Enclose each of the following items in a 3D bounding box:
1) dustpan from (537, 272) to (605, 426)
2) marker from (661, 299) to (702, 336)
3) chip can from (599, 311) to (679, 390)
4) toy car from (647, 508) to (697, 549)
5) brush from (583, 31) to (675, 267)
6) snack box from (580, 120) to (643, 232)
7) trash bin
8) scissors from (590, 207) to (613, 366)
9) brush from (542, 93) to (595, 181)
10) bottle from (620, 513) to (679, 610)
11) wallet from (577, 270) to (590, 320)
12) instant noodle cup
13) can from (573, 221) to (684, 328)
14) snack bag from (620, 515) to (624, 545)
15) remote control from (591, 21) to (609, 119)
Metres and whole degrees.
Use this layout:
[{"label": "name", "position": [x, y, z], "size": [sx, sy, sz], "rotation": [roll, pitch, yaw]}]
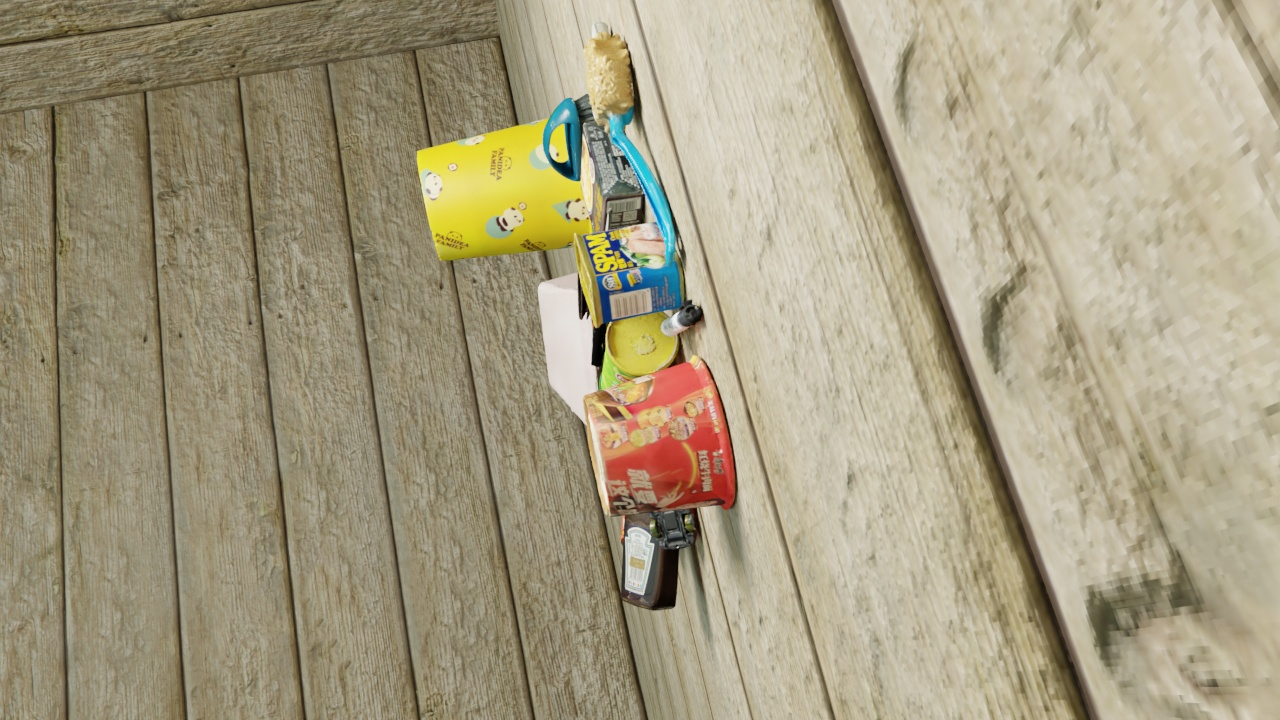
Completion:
[{"label": "dustpan", "position": [-0.053, -0.034, 1.322], "size": [0.273, 0.138, 0.223], "rotation": [34, 132, 58]}, {"label": "marker", "position": [0.035, -0.036, 0.812], "size": [0.131, 0.018, 0.022], "rotation": [160, 94, -82]}, {"label": "chip can", "position": [-0.006, 0.006, 0.983], "size": [0.221, 0.072, 0.072], "rotation": [105, 153, -75]}, {"label": "toy car", "position": [0.029, 0.147, 1.005], "size": [0.045, 0.053, 0.120], "rotation": [-53, -50, -72]}, {"label": "brush", "position": [-0.006, -0.194, 0.836], "size": [0.083, 0.046, 0.254], "rotation": [100, 154, -61]}, {"label": "snack box", "position": [-0.029, -0.177, 0.997], "size": [0.126, 0.053, 0.113], "rotation": [99, 159, -56]}, {"label": "trash bin", "position": [-0.223, -0.276, 1.519], "size": [0.230, 0.255, 0.229], "rotation": [167, 91, -83]}, {"label": "scissors", "position": [-0.037, -0.069, 0.974], "size": [0.235, 0.021, 0.124], "rotation": [107, 167, -73]}, {"label": "brush", "position": [-0.090, -0.283, 1.188], "size": [0.144, 0.073, 0.055], "rotation": [95, 157, -66]}, {"label": "bottle", "position": [0.013, 0.187, 1.071], "size": [0.080, 0.044, 0.195], "rotation": [-1, 86, 52]}, {"label": "wallet", "position": [-0.049, -0.121, 1.110], "size": [0.097, 0.020, 0.122], "rotation": [97, -170, -47]}, {"label": "instant noodle cup", "position": [0.012, 0.074, 0.799], "size": [0.138, 0.108, 0.138], "rotation": [167, 91, -83]}, {"label": "can", "position": [-0.011, -0.082, 0.839], "size": [0.102, 0.083, 0.057], "rotation": [-110, 11, -51]}, {"label": "snack bag", "position": [0.002, 0.142, 1.197], "size": [0.129, 0.073, 0.207], "rotation": [100, 166, -54]}, {"label": "remote control", "position": [-0.038, -0.291, 0.965], "size": [0.125, 0.024, 0.049], "rotation": [94, 163, -62]}]
